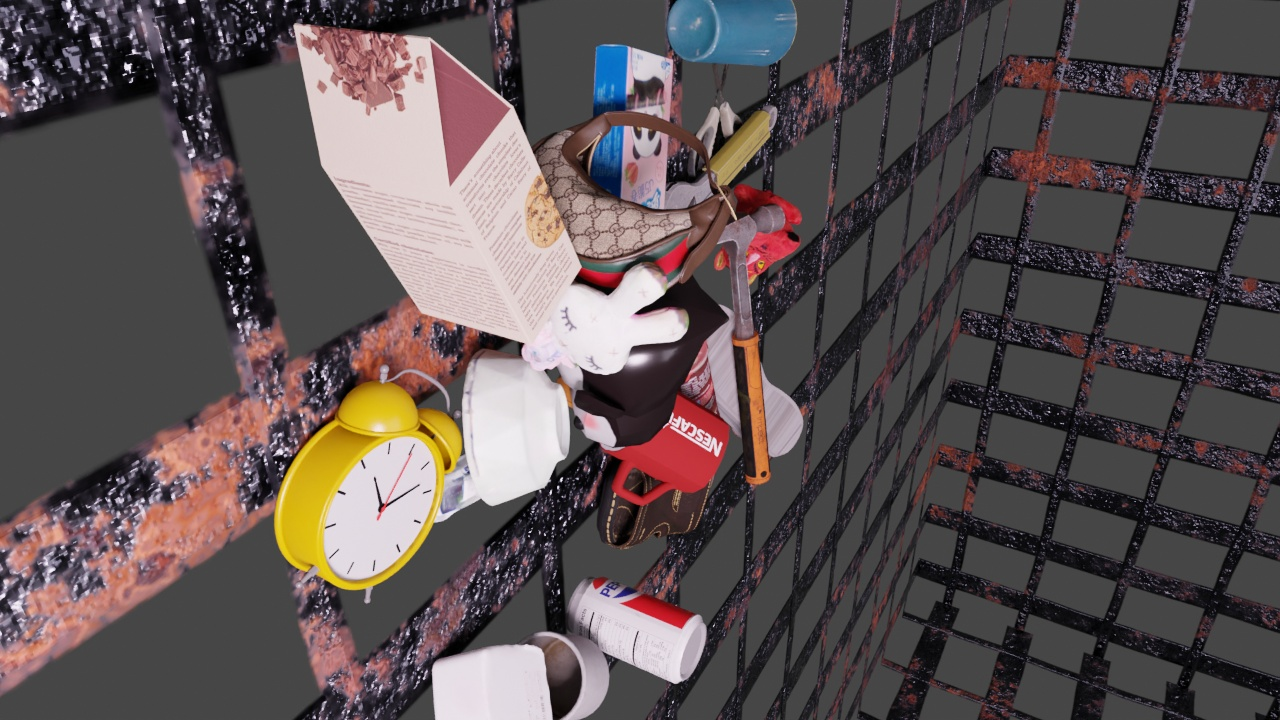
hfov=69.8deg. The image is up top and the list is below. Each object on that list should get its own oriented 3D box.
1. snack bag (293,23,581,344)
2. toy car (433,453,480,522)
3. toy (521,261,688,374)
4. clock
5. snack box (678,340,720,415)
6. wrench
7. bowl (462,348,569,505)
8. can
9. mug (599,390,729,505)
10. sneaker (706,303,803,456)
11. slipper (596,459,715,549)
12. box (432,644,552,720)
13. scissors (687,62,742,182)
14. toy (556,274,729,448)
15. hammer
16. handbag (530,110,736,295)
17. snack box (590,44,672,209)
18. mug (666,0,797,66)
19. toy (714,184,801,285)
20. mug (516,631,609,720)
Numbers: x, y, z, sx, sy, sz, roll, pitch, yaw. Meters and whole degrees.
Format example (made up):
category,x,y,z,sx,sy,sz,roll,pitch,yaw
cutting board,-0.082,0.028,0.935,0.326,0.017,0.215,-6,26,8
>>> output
category,x,y,z,sx,sy,sz,roll,pitch,yaw
snack bag,-0.120,-0.108,0.550,0.069,0.094,0.206,-60,150,-27
toy car,-0.135,0.094,0.707,0.089,0.027,0.039,-29,127,-56
toy,-0.028,-0.023,0.640,0.079,0.123,0.038,54,23,-38
clock,-0.172,0.079,0.601,0.151,0.052,0.113,-64,152,-11
snack box,0.043,0.028,0.971,0.072,0.072,0.121,-57,150,-31
wrench,0.081,-0.198,0.949,0.272,0.018,0.084,-52,150,-36
bowl,-0.087,0.047,0.685,0.117,0.061,0.117,-3,89,-84
can,-0.005,0.273,0.939,0.070,0.132,0.070,-39,137,-50
mug,0.017,0.086,0.896,0.096,0.081,0.116,31,74,-27
sneaker,0.103,0.021,1.089,0.099,0.090,0.236,-49,124,-18
slipper,0.035,0.145,1.011,0.267,0.076,0.113,-4,106,-62
box,-0.150,0.327,0.771,0.107,0.132,0.151,31,44,-61
scissors,0.084,-0.258,0.961,0.157,0.013,0.170,34,73,-63
toy,-0.004,0.005,0.770,0.184,0.140,0.158,93,9,-53
hammer,0.107,-0.002,1.003,0.137,0.035,0.315,-20,115,-28
handbag,-0.010,-0.120,0.674,0.138,0.166,0.063,-46,148,-8
snack box,-0.009,-0.183,0.782,0.087,0.033,0.154,-21,117,-61
mug,0.083,-0.313,0.858,0.121,0.078,0.078,-24,126,-47
toy,0.131,-0.154,1.075,0.094,0.088,0.132,-55,-169,39
mug,-0.089,0.309,0.868,0.113,0.084,0.070,-39,155,6
